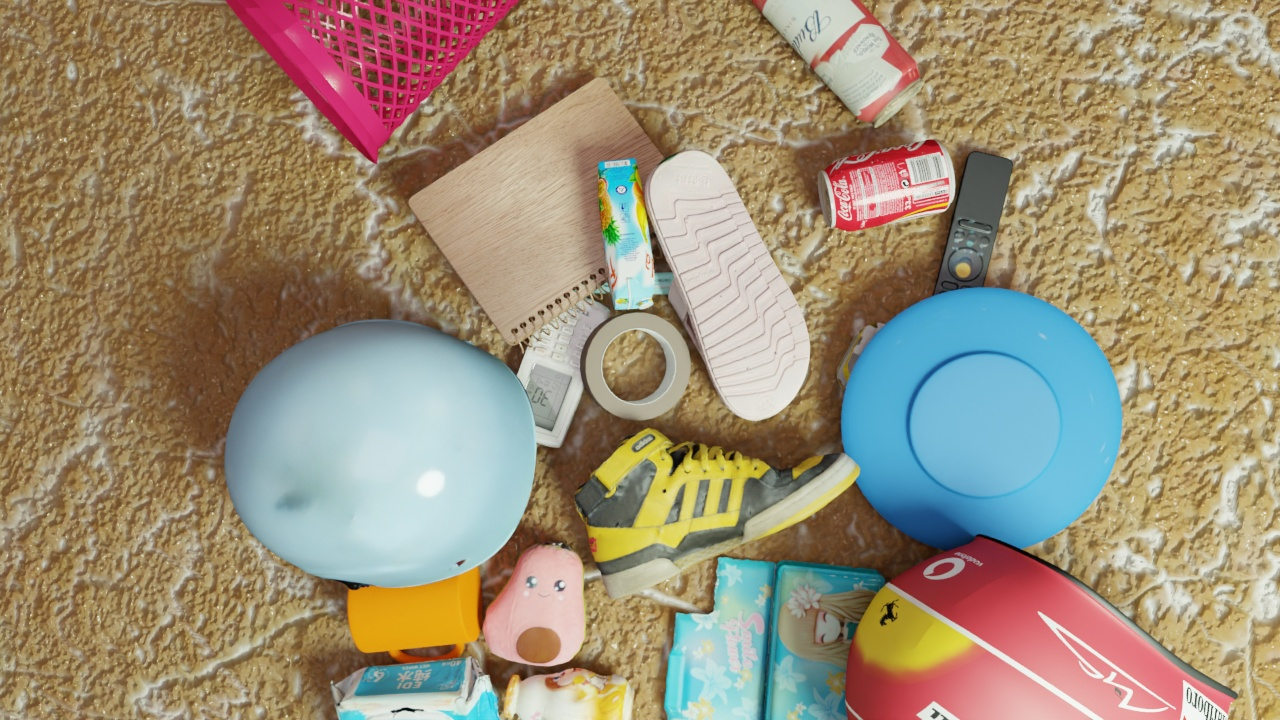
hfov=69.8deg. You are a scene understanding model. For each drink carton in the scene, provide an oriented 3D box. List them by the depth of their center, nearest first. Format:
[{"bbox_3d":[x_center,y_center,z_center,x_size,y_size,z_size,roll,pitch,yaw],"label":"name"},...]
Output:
[{"bbox_3d":[-0.013,-0.106,0.782,0.038,0.044,0.128,-6,78,-5],"label":"drink carton"}]

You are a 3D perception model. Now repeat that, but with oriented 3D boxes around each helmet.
[{"bbox_3d":[0.282,0.274,0.698,0.271,0.198,0.224,36,86,-11],"label":"helmet"},{"bbox_3d":[-0.228,0.067,0.742,0.266,0.167,0.225,-8,71,19],"label":"helmet"}]

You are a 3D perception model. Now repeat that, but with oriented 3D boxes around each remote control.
[{"bbox_3d":[0.291,-0.108,0.811,0.041,0.020,0.152,14,89,4],"label":"remote control"},{"bbox_3d":[-0.076,0.007,0.825,0.060,0.025,0.138,20,88,5],"label":"remote control"}]

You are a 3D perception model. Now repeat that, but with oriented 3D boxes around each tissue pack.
[{"bbox_3d":[-0.190,0.311,0.788,0.144,0.061,0.093,-6,106,3],"label":"tissue pack"}]

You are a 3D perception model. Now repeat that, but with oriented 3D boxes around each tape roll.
[{"bbox_3d":[-0.005,0.005,0.805,0.093,0.030,0.093,-1,93,-13],"label":"tape roll"}]

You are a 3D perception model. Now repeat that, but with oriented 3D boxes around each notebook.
[{"bbox_3d":[-0.071,-0.130,0.817,0.210,0.022,0.169,-35,84,-9],"label":"notebook"}]

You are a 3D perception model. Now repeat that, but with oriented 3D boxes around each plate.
[{"bbox_3d":[0.281,0.052,0.755,0.224,0.024,0.224,1,94,8],"label":"plate"}]

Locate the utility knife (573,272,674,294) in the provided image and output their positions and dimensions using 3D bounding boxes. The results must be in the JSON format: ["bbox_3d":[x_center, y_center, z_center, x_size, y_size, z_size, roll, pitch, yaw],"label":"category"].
[{"bbox_3d":[-0.018,-0.070,0.833,0.120,0.015,0.022,0,119,5],"label":"utility knife"}]

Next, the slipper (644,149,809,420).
[{"bbox_3d":[0.072,-0.065,0.799,0.094,0.064,0.239,-25,99,-7],"label":"slipper"}]

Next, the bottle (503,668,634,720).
[{"bbox_3d":[-0.061,0.297,0.790,0.109,0.063,0.063,8,87,4],"label":"bottle"}]

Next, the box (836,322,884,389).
[{"bbox_3d":[0.274,0.039,0.800,0.210,0.045,0.065,28,76,5],"label":"box"}]

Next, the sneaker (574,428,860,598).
[{"bbox_3d":[0.055,0.101,0.779,0.239,0.086,0.122,-27,89,6],"label":"sneaker"}]

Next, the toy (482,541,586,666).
[{"bbox_3d":[-0.088,0.211,0.802,0.090,0.051,0.110,10,87,3],"label":"toy"}]

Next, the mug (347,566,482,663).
[{"bbox_3d":[-0.191,0.225,0.803,0.096,0.077,0.113,-7,114,3],"label":"mug"}]

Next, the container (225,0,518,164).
[{"bbox_3d":[-0.208,-0.315,0.788,0.225,0.183,0.183,-43,85,-7],"label":"container"}]

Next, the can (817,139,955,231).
[{"bbox_3d":[0.212,-0.150,0.795,0.105,0.064,0.064,-12,86,3],"label":"can"}]

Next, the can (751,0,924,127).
[{"bbox_3d":[0.171,-0.286,0.805,0.067,0.067,0.170,-40,85,1],"label":"can"}]

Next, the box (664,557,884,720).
[{"bbox_3d":[0.112,0.288,0.796,0.182,0.039,0.226,5,87,5],"label":"box"}]
